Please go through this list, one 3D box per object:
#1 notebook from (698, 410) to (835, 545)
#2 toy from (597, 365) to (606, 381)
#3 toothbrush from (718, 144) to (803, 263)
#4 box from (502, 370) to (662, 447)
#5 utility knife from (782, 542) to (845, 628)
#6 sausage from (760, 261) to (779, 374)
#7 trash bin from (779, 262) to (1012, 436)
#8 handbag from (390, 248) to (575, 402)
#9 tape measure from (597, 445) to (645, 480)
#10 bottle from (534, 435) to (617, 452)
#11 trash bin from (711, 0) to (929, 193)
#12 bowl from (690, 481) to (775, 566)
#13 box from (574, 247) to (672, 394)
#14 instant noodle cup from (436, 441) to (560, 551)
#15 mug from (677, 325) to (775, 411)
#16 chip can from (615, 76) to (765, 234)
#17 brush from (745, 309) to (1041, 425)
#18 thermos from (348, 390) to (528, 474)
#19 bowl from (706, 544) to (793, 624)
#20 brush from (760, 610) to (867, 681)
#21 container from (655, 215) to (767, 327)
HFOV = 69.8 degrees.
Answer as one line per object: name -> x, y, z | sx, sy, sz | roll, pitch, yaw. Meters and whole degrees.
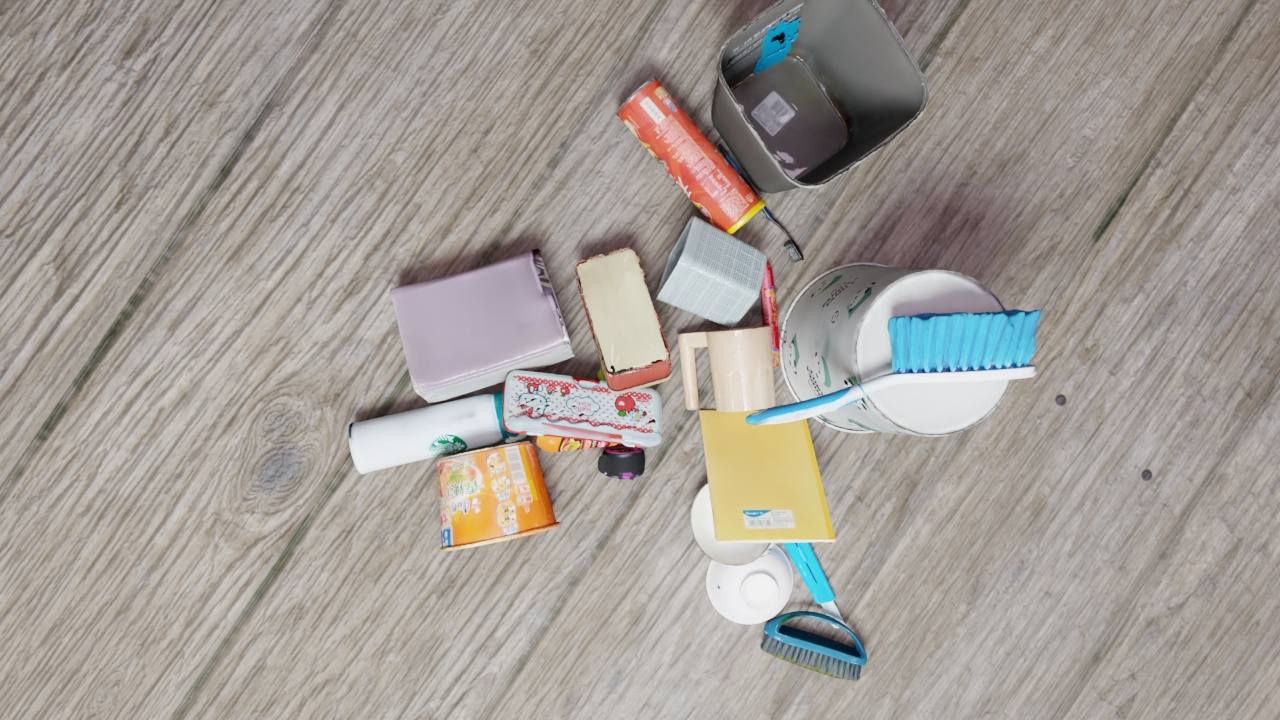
notebook -> 0.154, 0.141, 1.151 | 0.146, 0.205, 0.010 | 0, 135, -5
toy -> -0.007, 0.007, 1.197 | 0.100, 0.031, 0.096 | -27, 93, 1
toothbrush -> 0.157, -0.207, 1.213 | 0.016, 0.014, 0.189 | -35, 94, 21
box -> -0.069, 0.062, 1.129 | 0.201, 0.048, 0.086 | 8, 55, -17
utility knife -> 0.228, 0.281, 1.230 | 0.034, 0.018, 0.185 | -28, 95, -4
sausage -> 0.171, -0.059, 1.215 | 0.020, 0.020, 0.156 | -6, 92, -4
trash bin -> 0.307, -0.013, 1.110 | 0.229, 0.252, 0.229 | 0, 92, -4
handbag -> -0.197, -0.044, 1.147 | 0.197, 0.098, 0.145 | -17, 79, -3
tape measure -> -0.023, 0.133, 1.186 | 0.058, 0.057, 0.039 | 2, 97, 9
bottle -> -0.060, 0.086, 1.183 | 0.149, 0.067, 0.067 | 2, 91, -11
trash bin -> 0.192, -0.313, 1.109 | 0.199, 0.220, 0.198 | -35, 95, -3
bowl -> 0.130, 0.205, 1.185 | 0.117, 0.066, 0.116 | -5, 80, 26
box -> -0.021, -0.054, 1.137 | 0.091, 0.077, 0.168 | -16, 65, -4
instant noodle cup -> -0.183, 0.166, 1.136 | 0.151, 0.151, 0.111 | -11, 85, -4
mug -> 0.112, 0.011, 1.188 | 0.125, 0.084, 0.103 | -5, 94, 20
chip can -> 0.064, -0.257, 1.174 | 0.073, 0.073, 0.216 | -42, 95, -2
brush -> 0.264, 0.006, 0.957 | 0.314, 0.060, 0.109 | -3, 96, -1
thermos -> -0.248, 0.089, 1.161 | 0.224, 0.073, 0.073 | -12, 92, -4
bowl -> 0.149, 0.296, 1.201 | 0.118, 0.065, 0.118 | 0, 92, -5
brush -> 0.233, 0.371, 1.213 | 0.144, 0.055, 0.073 | 17, 91, -4
container -> 0.092, -0.109, 1.161 | 0.111, 0.090, 0.090 | 23, 52, -7
